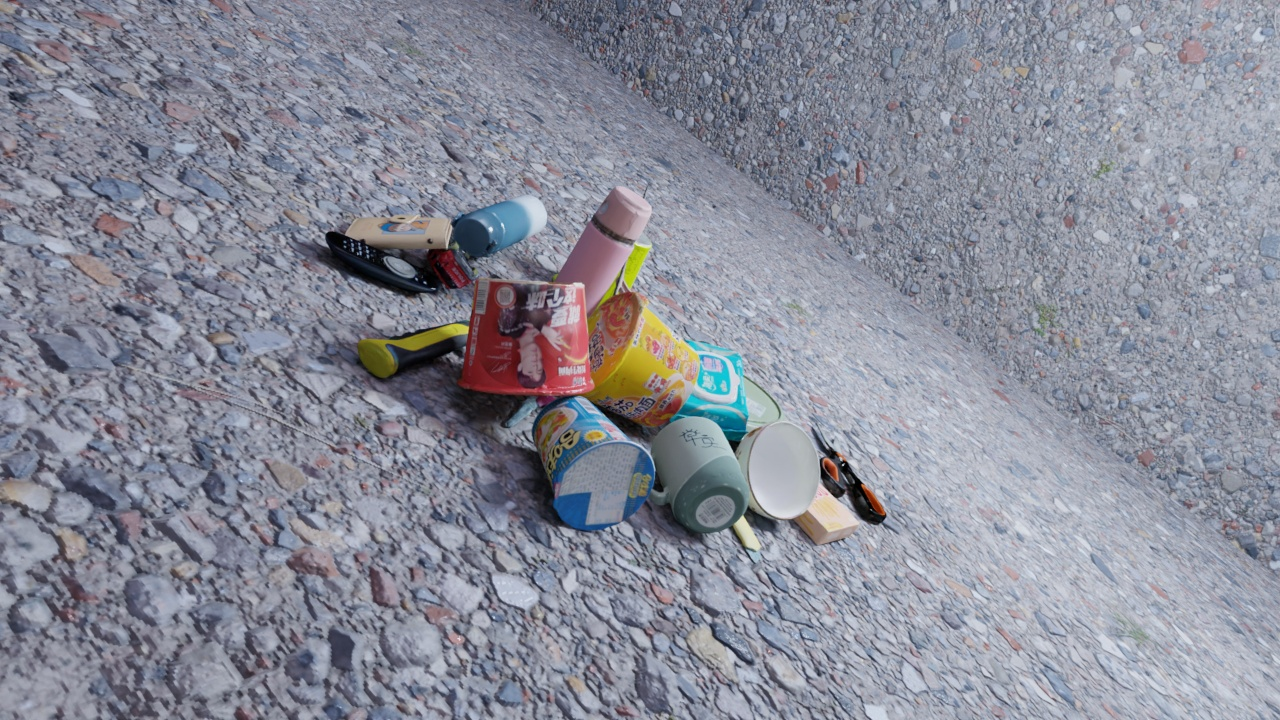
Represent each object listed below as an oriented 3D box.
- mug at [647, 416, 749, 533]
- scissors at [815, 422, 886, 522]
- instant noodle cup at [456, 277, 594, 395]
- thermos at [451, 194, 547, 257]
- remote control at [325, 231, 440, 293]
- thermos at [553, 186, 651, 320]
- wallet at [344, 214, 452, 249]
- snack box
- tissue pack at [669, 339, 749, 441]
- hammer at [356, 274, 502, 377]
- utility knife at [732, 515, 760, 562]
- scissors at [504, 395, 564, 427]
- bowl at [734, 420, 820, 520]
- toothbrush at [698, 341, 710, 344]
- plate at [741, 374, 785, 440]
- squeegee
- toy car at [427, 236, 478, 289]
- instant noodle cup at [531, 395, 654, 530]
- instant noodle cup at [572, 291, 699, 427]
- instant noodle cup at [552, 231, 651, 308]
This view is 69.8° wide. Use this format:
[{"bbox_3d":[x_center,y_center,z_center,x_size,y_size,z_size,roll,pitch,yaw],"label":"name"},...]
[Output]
[{"bbox_3d":[0.050,0.123,0.961,0.111,0.082,0.106,-5,34,-11],"label":"mug"},{"bbox_3d":[0.293,0.160,1.312,0.190,0.022,0.229,45,18,16],"label":"scissors"},{"bbox_3d":[-0.112,-0.026,0.916,0.138,0.108,0.138,3,6,0],"label":"instant noodle cup"},{"bbox_3d":[-0.197,-0.192,1.293,0.070,0.070,0.220,35,21,2],"label":"thermos"},{"bbox_3d":[-0.290,-0.105,1.025,0.136,0.024,0.053,24,21,-29],"label":"remote control"},{"bbox_3d":[-0.061,-0.129,1.168,0.067,0.199,0.087,19,24,-30],"label":"thermos"},{"bbox_3d":[-0.282,-0.151,1.078,0.115,0.024,0.087,-2,30,-5],"label":"wallet"},{"bbox_3d":[0.194,0.161,1.145,0.084,0.026,0.157,2,37,-51],"label":"snack box"},{"bbox_3d":[0.080,0.037,1.112,0.093,0.050,0.133,12,42,-12],"label":"tissue pack"},{"bbox_3d":[-0.190,-0.030,0.999,0.126,0.032,0.322,36,21,9],"label":"hammer"},{"bbox_3d":[0.097,0.159,1.023,0.031,0.018,0.166,12,28,-36],"label":"utility knife"},{"bbox_3d":[-0.115,0.044,0.972,0.056,0.017,0.133,40,25,2],"label":"scissors"},{"bbox_3d":[0.149,0.129,1.074,0.113,0.113,0.062,20,-16,-32],"label":"bowl"},{"bbox_3d":[0.041,-0.021,1.256,0.188,0.014,0.018,4,38,-48],"label":"toothbrush"},{"bbox_3d":[0.096,0.038,1.233,0.230,0.027,0.230,23,19,-9],"label":"plate"},{"bbox_3d":[0.002,-0.077,1.284,0.040,0.247,0.249,10,-15,24],"label":"squeegee"},{"bbox_3d":[-0.231,-0.123,1.108,0.053,0.045,0.120,58,-1,-29],"label":"toy car"},{"bbox_3d":[-0.053,0.088,0.866,0.099,0.099,0.110,19,19,-34],"label":"instant noodle cup"},{"bbox_3d":[-0.006,0.006,1.058,0.109,0.138,0.138,33,20,-25],"label":"instant noodle cup"},{"bbox_3d":[-0.048,-0.138,1.309,0.111,0.124,0.111,28,22,-13],"label":"instant noodle cup"}]
